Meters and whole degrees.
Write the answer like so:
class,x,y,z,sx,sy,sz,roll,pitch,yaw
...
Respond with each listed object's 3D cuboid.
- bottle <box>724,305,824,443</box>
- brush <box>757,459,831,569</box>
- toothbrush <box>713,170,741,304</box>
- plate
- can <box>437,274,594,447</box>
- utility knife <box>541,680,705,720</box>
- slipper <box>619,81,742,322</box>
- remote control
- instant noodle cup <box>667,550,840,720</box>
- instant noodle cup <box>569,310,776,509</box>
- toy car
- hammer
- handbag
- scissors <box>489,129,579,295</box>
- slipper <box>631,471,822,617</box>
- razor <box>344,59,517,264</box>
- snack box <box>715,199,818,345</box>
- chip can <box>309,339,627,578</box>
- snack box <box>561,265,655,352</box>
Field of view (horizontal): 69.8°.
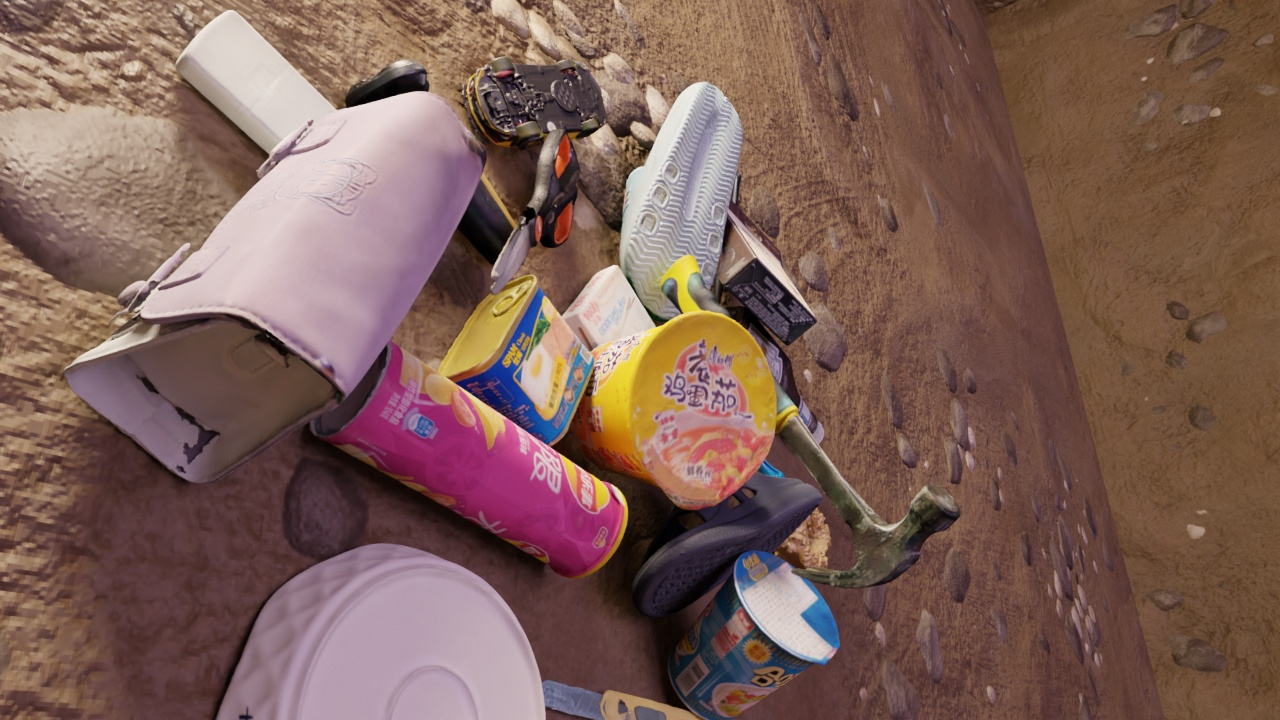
class,x,y,z,sx,sy,sz,roll,pitch,yaw
bottle,0.132,0.027,0.951,0.195,0.044,0.079,46,55,-36
brush,0.116,0.106,0.902,0.254,0.046,0.082,57,39,-12
toothbrush,0.087,-0.120,0.983,0.027,0.026,0.212,50,40,-47
plate,-0.125,0.200,0.498,0.204,0.046,0.204,29,52,-45
can,-0.084,0.004,0.649,0.083,0.057,0.101,53,37,-28
utility knife,0.003,0.261,0.665,0.210,0.022,0.030,26,40,-31
slipper,0.031,-0.155,0.874,0.104,0.074,0.245,32,66,-35
remote control,-0.213,-0.144,0.573,0.150,0.021,0.058,47,40,-31
instant noodle cup,0.079,0.219,0.702,0.099,0.110,0.099,30,27,-17
instant noodle cup,0.016,0.035,0.698,0.137,0.110,0.138,3,86,-36
toy car,-0.084,-0.216,0.775,0.155,0.041,0.071,-27,96,-52
hammer,0.102,0.037,0.721,0.031,0.126,0.323,8,38,-44
handbag,-0.173,-0.048,0.470,0.098,0.145,0.196,53,36,-28
scissors,-0.074,-0.089,0.680,0.142,0.022,0.234,87,10,-50
slipper,0.062,0.136,0.767,0.083,0.111,0.267,48,26,21
razor,-0.136,-0.136,0.656,0.167,0.062,0.067,54,25,-32
snack box,0.114,-0.092,0.919,0.113,0.053,0.125,39,17,-36
chip can,-0.100,0.067,0.578,0.210,0.072,0.071,39,44,-37
snack box,-0.005,0.005,0.787,0.157,0.027,0.084,57,36,-19
